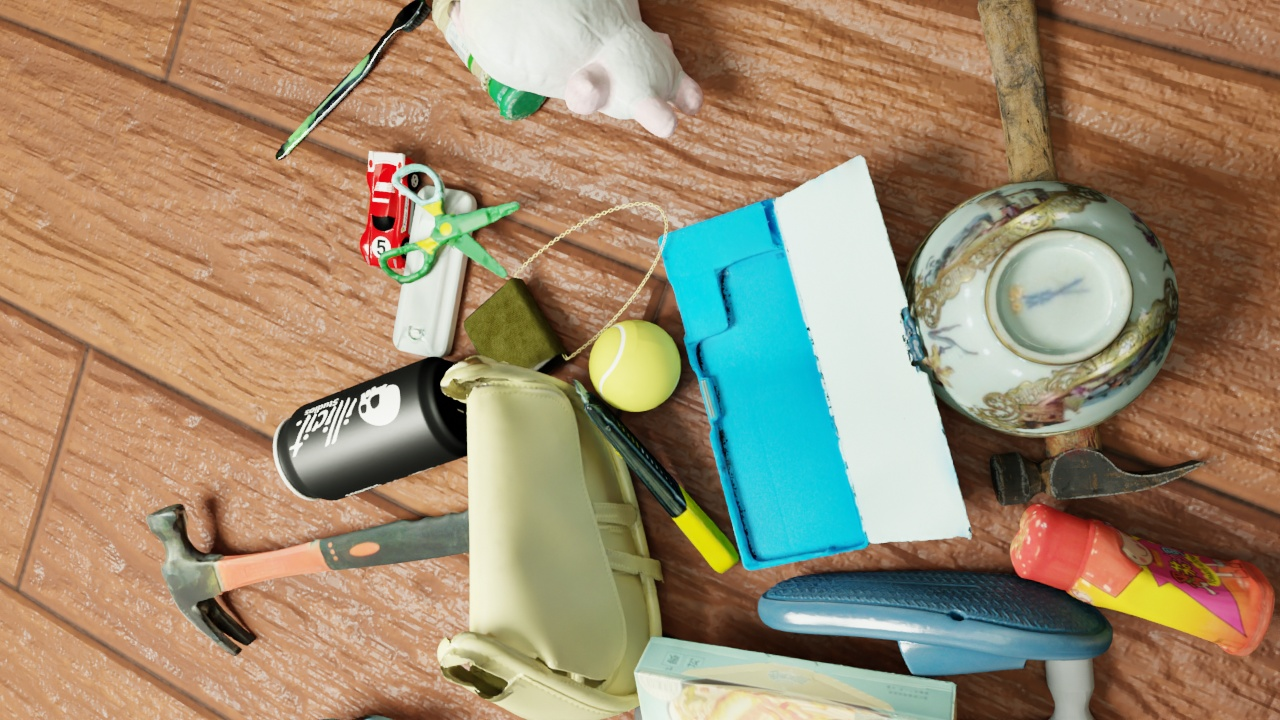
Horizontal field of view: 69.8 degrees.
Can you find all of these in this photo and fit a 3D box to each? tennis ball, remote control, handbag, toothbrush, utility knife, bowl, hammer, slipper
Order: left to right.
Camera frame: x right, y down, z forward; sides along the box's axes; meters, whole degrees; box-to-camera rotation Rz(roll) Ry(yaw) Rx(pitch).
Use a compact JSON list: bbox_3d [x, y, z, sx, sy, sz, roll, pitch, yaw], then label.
[{"bbox_3d":[-0.238,0.155,0.740,0.334,0.033,0.133,-13,98,14],"label":"hammer"},{"bbox_3d":[-0.239,-0.228,0.755,0.188,0.017,0.014,-39,75,18],"label":"toothbrush"},{"bbox_3d":[-0.164,-0.070,0.725,0.050,0.022,0.133,12,94,17],"label":"remote control"},{"bbox_3d":[-0.062,0.122,0.621,0.089,0.190,0.232,-14,68,23],"label":"handbag"},{"bbox_3d":[-0.050,-0.052,0.677,0.178,0.027,0.084,-39,72,21],"label":"handbag"},{"bbox_3d":[-0.004,0.004,0.651,0.065,0.065,0.065,0,91,18],"label":"tennis ball"},{"bbox_3d":[0.008,0.080,0.645,0.020,0.028,0.174,-39,96,10],"label":"utility knife"},{"bbox_3d":[0.145,0.257,0.627,0.311,0.029,0.125,-4,89,18],"label":"hammer"},{"bbox_3d":[0.179,0.169,0.578,0.214,0.103,0.059,-2,91,22],"label":"slipper"},{"bbox_3d":[0.231,-0.033,0.528,0.160,0.093,0.160,0,88,15],"label":"bowl"},{"bbox_3d":[0.266,-0.077,0.585,0.120,0.033,0.330,-8,88,14],"label":"hammer"}]

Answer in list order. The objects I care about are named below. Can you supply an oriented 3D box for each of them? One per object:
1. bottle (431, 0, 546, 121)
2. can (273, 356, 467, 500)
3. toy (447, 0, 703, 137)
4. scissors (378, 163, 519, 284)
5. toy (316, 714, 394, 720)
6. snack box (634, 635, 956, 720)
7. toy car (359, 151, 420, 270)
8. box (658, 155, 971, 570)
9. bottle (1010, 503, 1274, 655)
[{"bbox_3d":[-0.116,-0.234,0.699,0.043,0.042,0.110,-40,78,14],"label":"bottle"},{"bbox_3d":[-0.201,0.055,0.708,0.146,0.080,0.080,-19,85,17],"label":"can"},{"bbox_3d":[-0.037,-0.220,0.633,0.179,0.138,0.102,39,137,2],"label":"toy"},{"bbox_3d":[-0.149,-0.107,0.701,0.127,0.011,0.123,-17,86,16],"label":"scissors"},{"bbox_3d":[-0.234,0.373,0.723,0.225,0.098,0.191,-29,93,24],"label":"toy"},{"bbox_3d":[0.100,0.255,0.587,0.194,0.044,0.141,2,116,22],"label":"snack box"},{"bbox_3d":[-0.202,-0.120,0.735,0.038,0.025,0.089,9,93,18],"label":"toy car"},{"bbox_3d":[0.116,0.007,0.614,0.176,0.059,0.243,-18,84,39],"label":"box"},{"bbox_3d":[0.296,0.128,0.552,0.134,0.071,0.048,17,106,15],"label":"bottle"}]
